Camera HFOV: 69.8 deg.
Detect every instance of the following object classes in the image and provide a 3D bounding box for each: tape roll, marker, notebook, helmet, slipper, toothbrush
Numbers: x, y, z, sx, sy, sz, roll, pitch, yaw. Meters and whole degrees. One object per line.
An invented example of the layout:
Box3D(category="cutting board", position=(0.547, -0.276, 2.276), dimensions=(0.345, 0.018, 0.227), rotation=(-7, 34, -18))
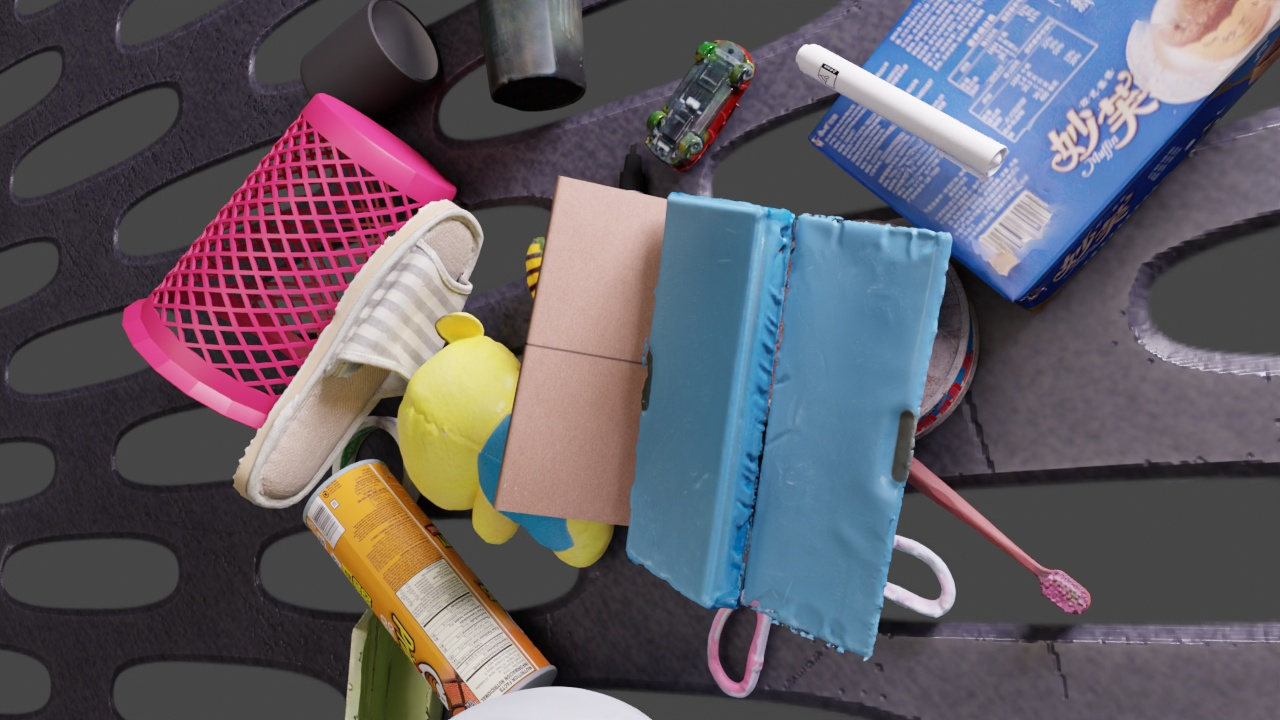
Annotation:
Box3D(category="tape roll", position=(-0.222, 0.093, 0.774), dimensions=(0.094, 0.018, 0.093), rotation=(-3, 84, 31))
Box3D(category="marker", position=(0.134, -0.135, 0.489), dimensions=(0.133, 0.017, 0.020), rotation=(41, 144, 29))
Box3D(category="notebook", position=(-0.003, 0.003, 0.575), dimensions=(0.008, 0.141, 0.209), rotation=(-133, 54, -72))
Box3D(category="helmet", position=(-0.041, 0.326, 0.553), dimensions=(0.237, 0.163, 0.264), rotation=(-19, 86, 21))
Box3D(category="slipper", position=(-0.205, 0.002, 0.697), dimensions=(0.054, 0.114, 0.272), rotation=(35, 88, 15))
Box3D(category="marker", position=(-0.009, -0.084, 0.654), dimensions=(0.019, 0.019, 0.145), rotation=(1, 86, 32))
Box3D(category="toothbrush", position=(0.171, 0.077, 0.527), dimensions=(0.190, 0.016, 0.016), rotation=(41, 108, 28))

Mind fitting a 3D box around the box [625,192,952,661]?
Box3D(category="box", position=(0.065, 0.030, 0.507), dimensions=(0.177, 0.047, 0.232), rotation=(16, 105, 43))

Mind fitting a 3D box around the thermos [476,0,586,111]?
Box3D(category="thermos", position=(-0.088, -0.304, 0.685), dimensions=(0.098, 0.098, 0.220), rotation=(-8, 86, 31))

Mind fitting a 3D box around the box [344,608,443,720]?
Box3D(category="box", position=(-0.202, 0.292, 0.724), dimensions=(0.078, 0.090, 0.188), rotation=(2, 89, 53))

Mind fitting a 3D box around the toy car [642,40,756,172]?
Box3D(category="toy car", position=(0.042, -0.172, 0.620), dimensions=(0.042, 0.036, 0.091), rotation=(42, 108, 29))

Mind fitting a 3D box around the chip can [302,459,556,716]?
Box3D(category="chip can", position=(-0.159, 0.174, 0.681), dimensions=(0.215, 0.075, 0.075), rotation=(44, 108, 22))

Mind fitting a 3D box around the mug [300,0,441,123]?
Box3D(category="mug", position=(-0.227, -0.261, 0.784), dimensions=(0.088, 0.078, 0.113), rotation=(-24, 46, 28))

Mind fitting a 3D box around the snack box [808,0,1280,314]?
Box3D(category="snack box", position=(0.217, -0.151, 0.488), dimensions=(0.155, 0.069, 0.203), rotation=(47, 111, 27))

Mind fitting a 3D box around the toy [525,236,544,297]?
Box3D(category="toy", position=(-0.054, -0.055, 0.655), dimensions=(0.103, 0.046, 0.084), rotation=(25, 130, 63))

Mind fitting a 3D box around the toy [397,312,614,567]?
Box3D(category="toy", position=(-0.098, 0.055, 0.662), dimensions=(0.214, 0.084, 0.149), rotation=(22, 93, 31))

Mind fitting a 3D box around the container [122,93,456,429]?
Box3D(category="container", position=(-0.263, -0.082, 0.735), dimensions=(0.183, 0.183, 0.226), rotation=(42, 100, 28))

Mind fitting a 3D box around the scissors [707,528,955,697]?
Box3D(category="scissors", position=(0.099, 0.136, 0.562), dimensions=(0.173, 0.013, 0.170), rotation=(17, 96, 27))

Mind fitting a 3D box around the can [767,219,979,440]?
Box3D(category="can", position=(0.127, -0.014, 0.536), dimensions=(0.130, 0.044, 0.129), rotation=(-7, 75, 26))
